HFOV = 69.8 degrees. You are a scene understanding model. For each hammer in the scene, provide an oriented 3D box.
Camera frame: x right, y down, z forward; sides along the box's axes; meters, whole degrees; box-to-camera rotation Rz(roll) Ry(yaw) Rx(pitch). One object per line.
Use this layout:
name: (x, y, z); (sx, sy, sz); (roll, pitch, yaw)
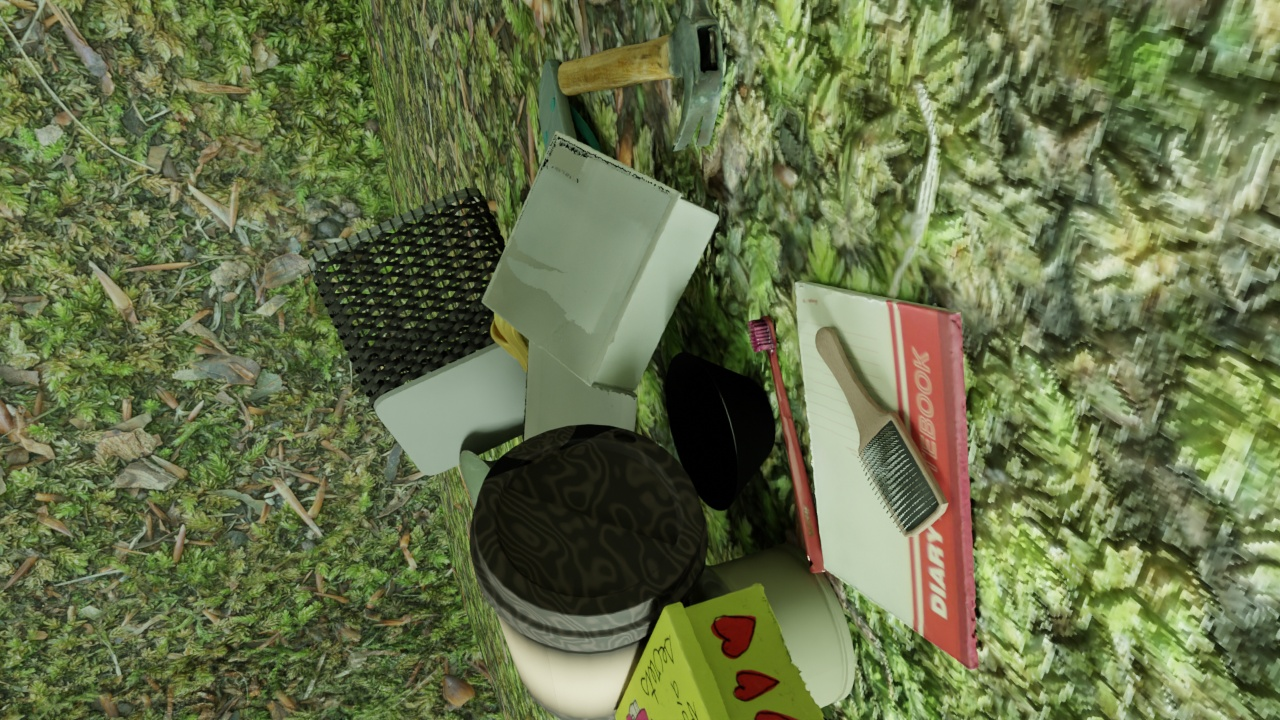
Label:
hammer: (-0.012, -0.247, 0.777); (0.330, 0.033, 0.132); (-149, 48, -65)

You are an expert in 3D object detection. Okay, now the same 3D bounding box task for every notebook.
notebook: (0.147, 0.061, 0.559); (0.153, 0.012, 0.209); (-154, 53, -66)

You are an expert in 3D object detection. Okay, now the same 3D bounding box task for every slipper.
slipper: (-0.065, -0.207, 0.937); (0.098, 0.054, 0.268); (113, 151, -56)
slipper: (-0.113, -0.046, 0.966); (0.078, 0.099, 0.263); (34, 171, 12)

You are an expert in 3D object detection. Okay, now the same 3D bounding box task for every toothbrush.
toothbrush: (0.106, 0.061, 0.665); (0.016, 0.016, 0.190); (169, 88, -70)

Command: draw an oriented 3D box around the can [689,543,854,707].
can: (0.098, 0.210, 0.702); (0.128, 0.073, 0.128); (166, 90, -71)

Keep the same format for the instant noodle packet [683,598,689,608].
instant noodle packet: (0.010, 0.289, 0.961); (0.163, 0.084, 0.222); (41, 159, 35)

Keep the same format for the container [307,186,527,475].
container: (-0.257, -0.030, 1.228); (0.243, 0.245, 0.248); (60, 171, 30)

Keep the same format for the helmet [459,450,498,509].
helmet: (-0.134, 0.217, 1.219); (0.267, 0.153, 0.228); (57, 152, 8)

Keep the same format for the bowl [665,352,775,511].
bowl: (0.069, 0.049, 0.707); (0.124, 0.052, 0.124); (166, 90, -71)

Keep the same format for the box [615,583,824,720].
box: (0.049, 0.257, 0.638); (0.221, 0.079, 0.124); (103, 148, -54)

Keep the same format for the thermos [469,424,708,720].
thermos: (-0.040, 0.183, 0.730); (0.227, 0.172, 0.172); (93, 156, -48)

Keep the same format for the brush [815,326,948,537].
brush: (0.132, 0.038, 0.541); (0.050, 0.015, 0.135); (111, 141, -55)

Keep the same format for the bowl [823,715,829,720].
bowl: (0.126, 0.346, 0.722); (0.120, 0.066, 0.120); (166, 90, -71)

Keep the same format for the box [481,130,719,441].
box: (-0.065, 0.029, 0.798); (0.166, 0.108, 0.419); (37, 119, 41)
